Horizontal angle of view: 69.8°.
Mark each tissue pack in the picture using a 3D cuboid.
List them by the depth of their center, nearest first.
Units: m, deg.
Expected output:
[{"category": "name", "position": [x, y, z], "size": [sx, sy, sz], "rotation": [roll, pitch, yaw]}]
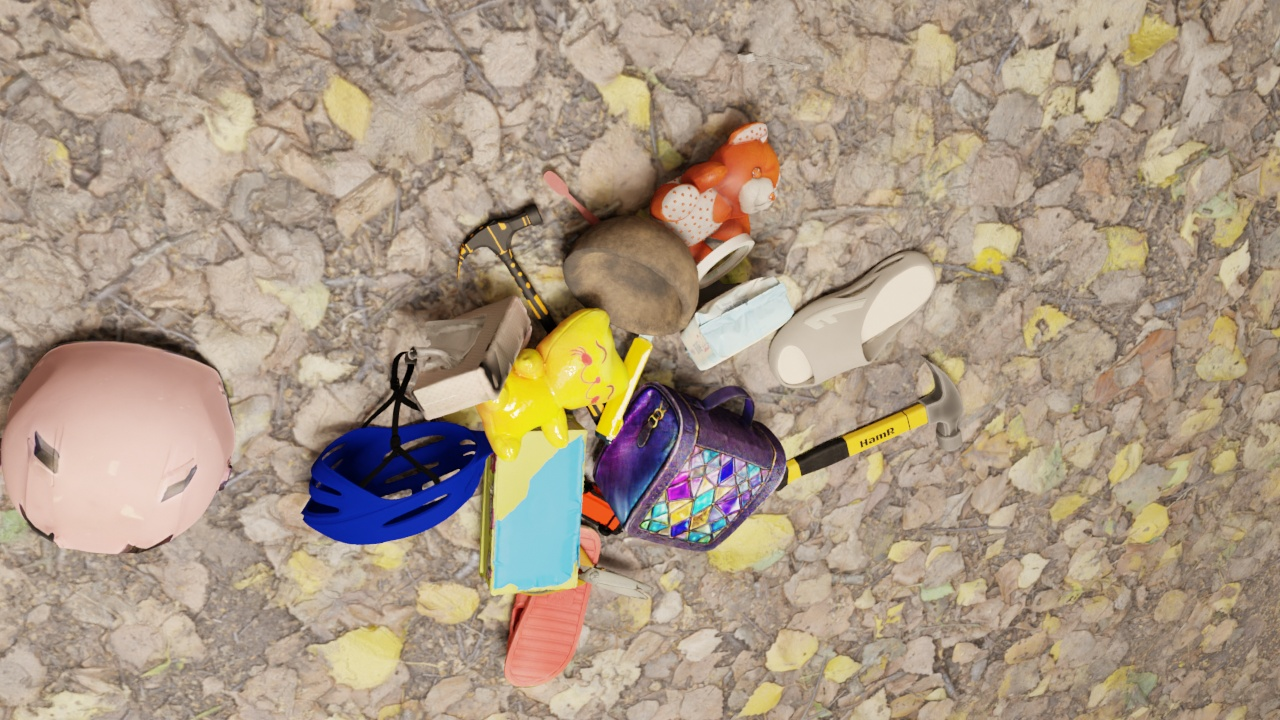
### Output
[{"category": "tissue pack", "position": [-0.193, -0.012, 1.016], "size": [0.104, 0.181, 0.071], "rotation": [-17, 119, 16]}, {"category": "tissue pack", "position": [0.114, -0.045, 1.141], "size": [0.112, 0.182, 0.070], "rotation": [-30, 87, -7]}]

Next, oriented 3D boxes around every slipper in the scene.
[{"category": "slipper", "position": [0.301, -0.046, 1.245], "size": [0.266, 0.080, 0.113], "rotation": [-33, 125, -2]}, {"category": "slipper", "position": [-0.127, 0.343, 1.305], "size": [0.103, 0.059, 0.249], "rotation": [20, 92, -23]}]

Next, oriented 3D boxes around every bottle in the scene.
[{"category": "bottle", "position": [0.079, -0.090, 1.173], "size": [0.113, 0.030, 0.030], "rotation": [-5, 117, -17]}]

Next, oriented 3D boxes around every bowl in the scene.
[{"category": "bowl", "position": [-0.005, -0.104, 1.074], "size": [0.162, 0.163, 0.070], "rotation": [43, 57, -31]}]

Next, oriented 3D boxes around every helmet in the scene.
[{"category": "helmet", "position": [-0.562, 0.114, 0.989], "size": [0.229, 0.152, 0.256], "rotation": [18, 114, -30]}, {"category": "helmet", "position": [-0.294, 0.103, 1.069], "size": [0.241, 0.147, 0.228], "rotation": [-13, 123, -7]}]

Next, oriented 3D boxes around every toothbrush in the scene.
[{"category": "toothbrush", "position": [0.139, -0.321, 0.989], "size": [0.010, 0.181, 0.010], "rotation": [-22, 116, -4]}, {"category": "toothbrush", "position": [-0.054, -0.165, 1.101], "size": [0.015, 0.015, 0.184], "rotation": [-44, 124, 6]}, {"category": "toothbrush", "position": [-0.160, 0.007, 1.129], "size": [0.016, 0.021, 0.135], "rotation": [7, 130, -27]}]

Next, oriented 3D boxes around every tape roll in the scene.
[{"category": "tape roll", "position": [0.099, -0.120, 1.120], "size": [0.093, 0.093, 0.013], "rotation": [-38, 79, 2]}]

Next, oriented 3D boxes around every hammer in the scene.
[{"category": "hammer", "position": [-0.111, -0.035, 1.134], "size": [0.123, 0.036, 0.321], "rotation": [-28, 120, 2]}, {"category": "hammer", "position": [0.332, 0.114, 1.369], "size": [0.324, 0.034, 0.170], "rotation": [-23, 120, -6]}]

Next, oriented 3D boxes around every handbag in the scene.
[{"category": "handbag", "position": [0.069, 0.127, 1.204], "size": [0.204, 0.125, 0.222], "rotation": [22, 111, -39]}]

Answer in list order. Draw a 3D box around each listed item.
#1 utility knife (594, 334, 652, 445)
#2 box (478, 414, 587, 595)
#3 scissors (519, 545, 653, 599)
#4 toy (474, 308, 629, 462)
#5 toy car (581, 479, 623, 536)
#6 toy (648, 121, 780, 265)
[{"category": "utility knife", "position": [-0.007, 0.007, 1.160], "size": [0.030, 0.019, 0.219], "rotation": [24, 105, 2]}, {"category": "box", "position": [-0.140, 0.184, 1.180], "size": [0.124, 0.082, 0.221], "rotation": [-1, 104, -20]}, {"category": "scissors", "position": [-0.075, 0.283, 1.275], "size": [0.227, 0.016, 0.134], "rotation": [14, 93, -23]}, {"category": "toy", "position": [-0.108, 0.029, 1.086], "size": [0.193, 0.087, 0.134], "rotation": [-34, 126, -21]}, {"category": "toy car", "position": [-0.060, 0.198, 1.260], "size": [0.100, 0.048, 0.051], "rotation": [30, 113, -8]}, {"category": "toy", "position": [0.096, -0.193, 1.090], "size": [0.172, 0.093, 0.164], "rotation": [-37, 147, -3]}]
